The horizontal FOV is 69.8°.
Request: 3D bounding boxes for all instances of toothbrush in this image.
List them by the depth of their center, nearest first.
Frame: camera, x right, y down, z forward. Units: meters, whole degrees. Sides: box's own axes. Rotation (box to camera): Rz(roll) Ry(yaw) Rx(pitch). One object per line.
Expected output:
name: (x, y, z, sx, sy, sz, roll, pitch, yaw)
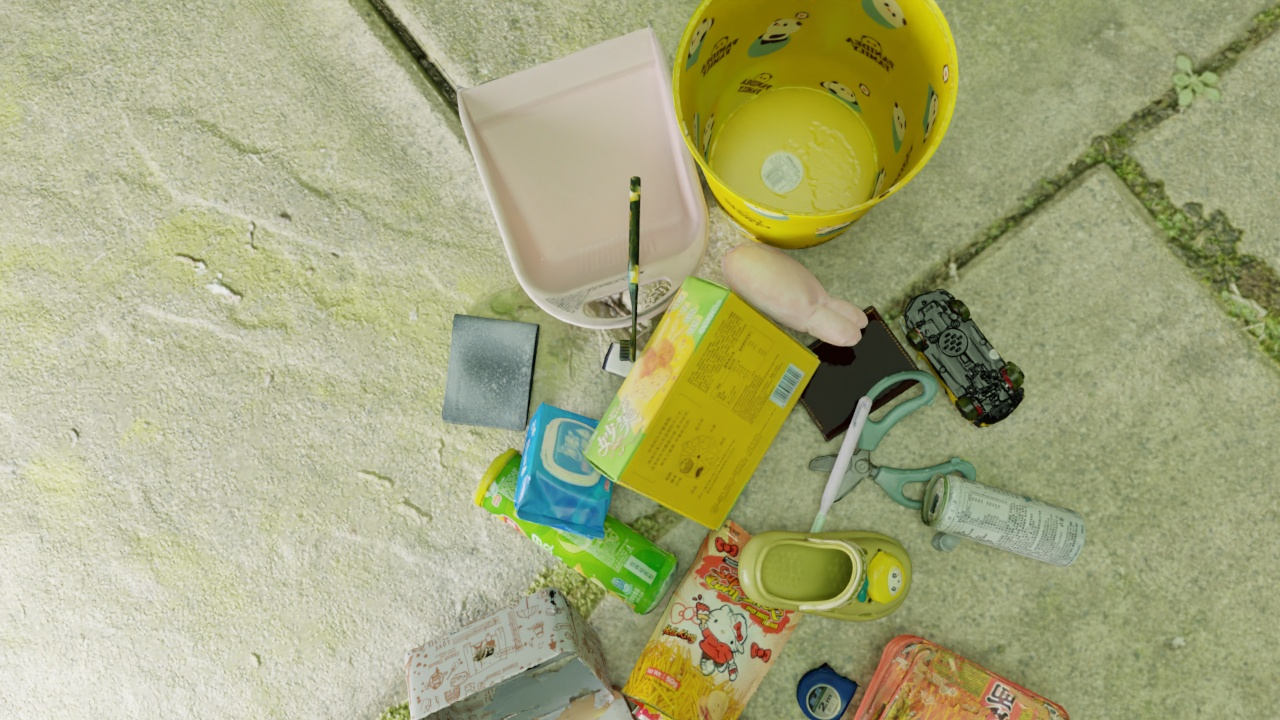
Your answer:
toothbrush: (-0.010, -0.090, 0.894, 0.017, 0.012, 0.185, -1, 81, 17)
toothbrush: (0.199, 0.125, 0.940, 0.029, 0.021, 0.189, 21, 98, 11)

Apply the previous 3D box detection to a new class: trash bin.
trash bin: (0.152, -0.220, 0.869, 0.230, 0.255, 0.229, 0, 86, 6)

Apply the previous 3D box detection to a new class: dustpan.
dustpan: (-0.045, -0.179, 0.922, 0.222, 0.138, 0.273, -20, 108, 5)

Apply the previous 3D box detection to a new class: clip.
clip: (0.325, 0.174, 0.944, 0.025, 0.029, 0.057, 42, 80, 5)

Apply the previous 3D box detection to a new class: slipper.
slipper: (0.191, 0.214, 0.900, 0.190, 0.082, 0.091, 8, 87, -16)

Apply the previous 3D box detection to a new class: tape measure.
tape measure: (0.188, 0.342, 0.940, 0.054, 0.025, 0.058, 30, 85, 9)
tape measure: (-0.006, 0.006, 0.963, 0.066, 0.066, 0.033, 19, 86, 7)

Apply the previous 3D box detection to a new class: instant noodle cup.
instant noodle cup: (0.299, 0.371, 0.900, 0.189, 0.079, 0.164, 26, 88, 6)

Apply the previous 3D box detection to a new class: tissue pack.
tissue pack: (-0.072, 0.108, 0.925, 0.095, 0.156, 0.052, 19, 128, -11)

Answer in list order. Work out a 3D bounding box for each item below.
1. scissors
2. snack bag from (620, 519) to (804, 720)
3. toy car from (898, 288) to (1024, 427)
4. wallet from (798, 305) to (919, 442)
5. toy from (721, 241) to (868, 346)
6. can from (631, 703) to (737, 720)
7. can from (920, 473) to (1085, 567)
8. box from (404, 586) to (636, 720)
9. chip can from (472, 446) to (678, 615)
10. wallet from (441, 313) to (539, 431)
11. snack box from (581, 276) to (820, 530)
scissors: (0.259, 0.080, 0.945, 0.172, 0.019, 0.179, 1, 98, 6)
snack bag: (0.080, 0.273, 0.915, 0.128, 0.073, 0.207, 34, 65, 8)
toy car: (0.329, -0.004, 0.943, 0.071, 0.041, 0.156, -36, 85, 2)
wallet: (0.220, 0.013, 0.965, 0.122, 0.020, 0.096, -34, 79, 3)
toy: (0.154, -0.066, 0.928, 0.159, 0.121, 0.054, 34, 119, 9)
can: (0.061, 0.373, 0.935, 0.133, 0.053, 0.053, 32, 89, 7)
can: (0.359, 0.158, 0.911, 0.147, 0.058, 0.058, 16, 87, -1)
box: (-0.105, 0.369, 0.934, 0.179, 0.124, 0.274, -25, 111, 3)
chip can: (-0.065, 0.178, 0.953, 0.221, 0.072, 0.072, 33, 89, 7)
wallet: (-0.164, 0.013, 1.003, 0.097, 0.019, 0.121, 7, 88, 8)
snack box: (0.062, 0.045, 0.909, 0.157, 0.070, 0.210, 32, 89, -37)
